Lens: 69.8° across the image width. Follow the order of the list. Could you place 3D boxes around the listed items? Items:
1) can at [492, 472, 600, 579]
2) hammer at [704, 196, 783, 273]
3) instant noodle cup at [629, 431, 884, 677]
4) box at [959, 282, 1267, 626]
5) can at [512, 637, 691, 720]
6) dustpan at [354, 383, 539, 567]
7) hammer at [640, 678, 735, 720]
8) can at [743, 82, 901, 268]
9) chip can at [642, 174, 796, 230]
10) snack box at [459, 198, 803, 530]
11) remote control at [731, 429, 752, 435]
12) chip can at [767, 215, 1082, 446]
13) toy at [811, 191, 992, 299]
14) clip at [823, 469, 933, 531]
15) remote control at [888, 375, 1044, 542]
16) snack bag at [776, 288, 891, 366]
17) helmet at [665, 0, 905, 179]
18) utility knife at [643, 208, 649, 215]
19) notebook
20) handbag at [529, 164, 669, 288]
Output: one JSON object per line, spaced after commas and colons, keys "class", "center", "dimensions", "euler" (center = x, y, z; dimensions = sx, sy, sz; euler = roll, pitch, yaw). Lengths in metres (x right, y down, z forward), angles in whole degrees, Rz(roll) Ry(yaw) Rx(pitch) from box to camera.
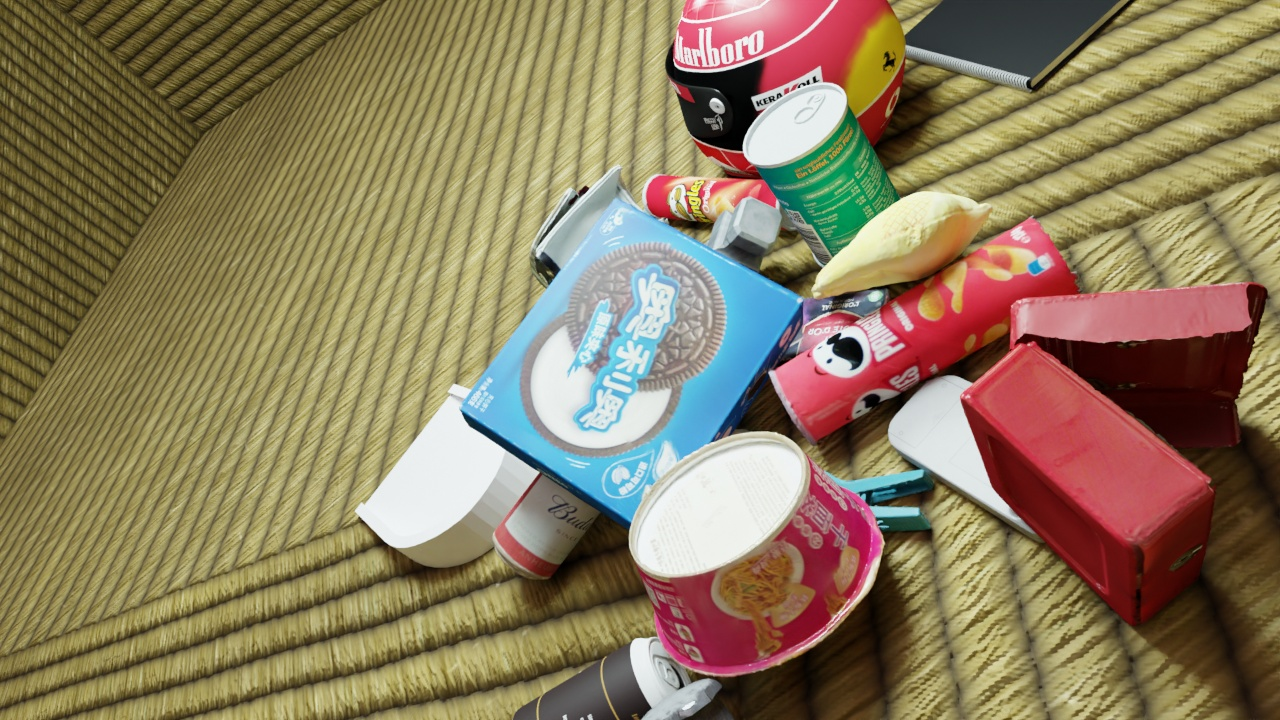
{"class": "can", "center": [-0.062, 0.117, 0.830], "dimensions": [0.170, 0.067, 0.067], "euler": [-53, 36, 5]}
{"class": "hammer", "center": [0.054, 0.003, 0.851], "dimensions": [0.117, 0.051, 0.322], "euler": [133, 158, -66]}
{"class": "instant noodle cup", "center": [0.068, 0.123, 0.643], "dimensions": [0.179, 0.078, 0.178], "euler": [-28, 24, 14]}
{"class": "box", "center": [0.261, 0.059, 0.518], "dimensions": [0.147, 0.157, 0.155], "euler": [1, 65, 31]}
{"class": "can", "center": [-0.029, 0.262, 0.674], "dimensions": [0.129, 0.072, 0.071], "euler": [-34, 37, 12]}
{"class": "dustpan", "center": [-0.217, 0.120, 1.005], "dimensions": [0.258, 0.053, 0.191], "euler": [18, 68, 50]}
{"class": "hammer", "center": [-0.050, 0.331, 0.631], "dimensions": [0.329, 0.052, 0.098], "euler": [-37, 80, 20]}
{"class": "can", "center": [0.173, -0.165, 0.844], "dimensions": [0.099, 0.144, 0.099], "euler": [-25, 40, 23]}
{"class": "chip can", "center": [0.089, -0.176, 1.011], "dimensions": [0.215, 0.052, 0.051], "euler": [16, 66, 49]}
{"class": "snack box", "center": [-0.005, 0.005, 0.779], "dimensions": [0.195, 0.056, 0.238], "euler": [31, 76, 17]}
{"class": "remote control", "center": [0.058, 0.120, 0.773], "dimensions": [0.050, 0.024, 0.143], "euler": [-1, 52, 43]}
{"class": "chip can", "center": [0.219, -0.021, 0.722], "dimensions": [0.233, 0.073, 0.073], "euler": [-32, 38, 14]}
{"class": "toy", "center": [0.212, -0.093, 0.759], "dimensions": [0.155, 0.064, 0.170], "euler": [-26, -4, 8]}
{"class": "clip", "center": [0.148, 0.126, 0.683], "dimensions": [0.130, 0.031, 0.121], "euler": [8, 56, 48]}
{"class": "remote control", "center": [0.248, 0.064, 0.654], "dimensions": [0.074, 0.019, 0.151], "euler": [-47, 38, -5]}
{"class": "snack bag", "center": [0.150, -0.026, 0.838], "dimensions": [0.155, 0.018, 0.074], "euler": [-5, 50, 38]}
{"class": "helmet", "center": [0.138, -0.312, 0.956], "dimensions": [0.271, 0.224, 0.197], "euler": [14, 64, 47]}
{"class": "utility knife", "center": [-0.038, -0.136, 1.122], "dimensions": [0.225, 0.015, 0.031], "euler": [-44, 38, 5]}
{"class": "notebook", "center": [0.378, -0.350, 0.942], "dimensions": [0.149, 0.016, 0.206], "euler": [-42, 36, 0]}
{"class": "handbag", "center": [-0.051, -0.134, 0.997], "dimensions": [0.142, 0.096, 0.198], "euler": [-39, 5, 2]}
